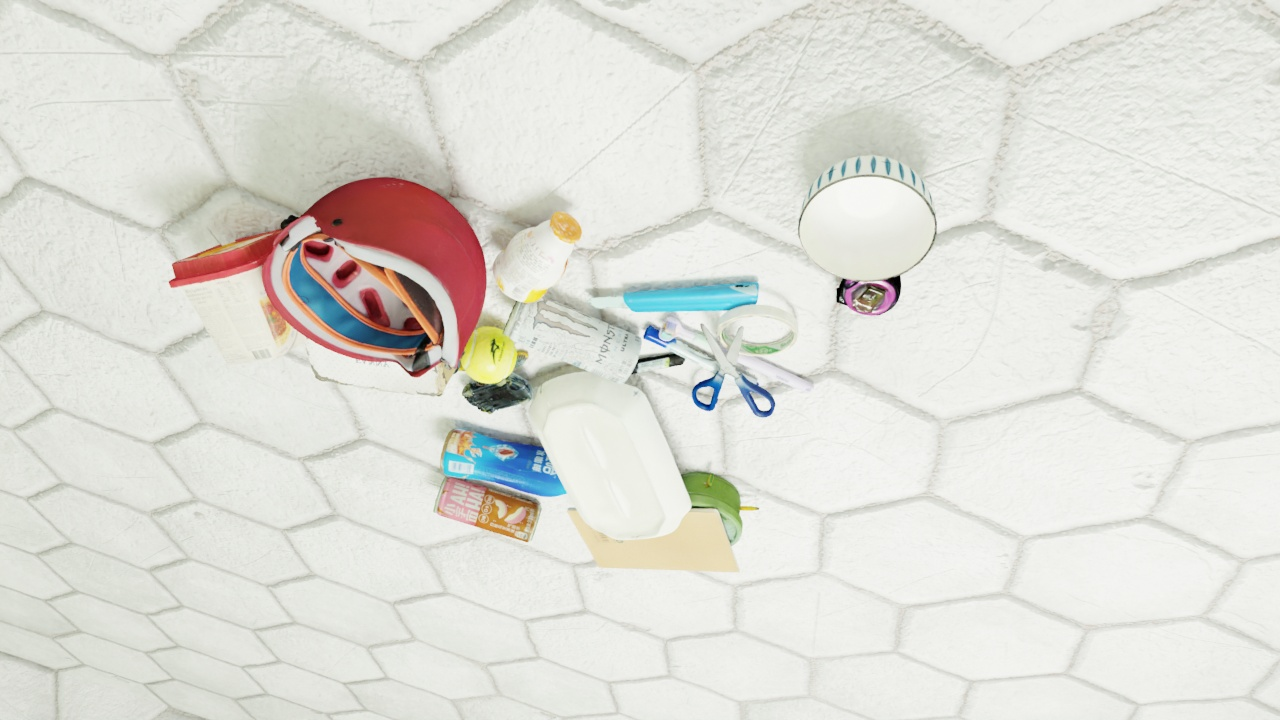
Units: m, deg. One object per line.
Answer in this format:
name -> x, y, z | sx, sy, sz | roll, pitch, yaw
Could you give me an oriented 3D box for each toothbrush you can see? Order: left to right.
toothbrush -> -0.220, 0.011, 1.123 | 0.192, 0.018, 0.016 | -9, 132, 24
toothbrush -> 0.110, -0.002, 1.015 | 0.189, 0.021, 0.029 | 22, 119, -12

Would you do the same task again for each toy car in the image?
toy car -> -0.174, 0.037, 1.128 | 0.106, 0.031, 0.049 | -15, 135, 40

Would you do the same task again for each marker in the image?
marker -> -0.006, 0.006, 1.063 | 0.124, 0.015, 0.018 | -10, 125, 21
marker -> 0.069, 0.000, 1.031 | 0.145, 0.016, 0.017 | 26, 137, -14

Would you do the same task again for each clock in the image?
clock -> 0.069, 0.207, 1.232 | 0.116, 0.056, 0.162 | 39, 133, -24

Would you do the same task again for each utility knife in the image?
utility knife -> 0.033, -0.064, 0.967 | 0.188, 0.018, 0.034 | -2, 144, 16

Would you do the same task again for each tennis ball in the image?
tennis ball -> -0.175, -0.006, 1.056 | 0.065, 0.065, 0.066 | 8, 139, 7

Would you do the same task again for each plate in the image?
plate -> -0.040, 0.131, 1.128 | 0.162, 0.034, 0.266 | -9, 121, 22

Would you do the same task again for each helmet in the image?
helmet -> -0.256, -0.094, 0.928 | 0.241, 0.143, 0.207 | -6, 137, 41

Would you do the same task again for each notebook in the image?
notebook -> 0.019, 0.243, 1.237 | 0.208, 0.008, 0.148 | -3, 136, 19

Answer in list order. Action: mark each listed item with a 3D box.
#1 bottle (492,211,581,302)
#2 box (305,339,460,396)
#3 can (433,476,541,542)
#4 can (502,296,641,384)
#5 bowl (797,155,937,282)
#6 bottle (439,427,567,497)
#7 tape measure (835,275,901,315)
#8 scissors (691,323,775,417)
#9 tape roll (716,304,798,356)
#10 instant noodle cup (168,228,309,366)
bottle -> -0.102, -0.106, 0.926 | 0.063, 0.063, 0.109 | 32, 136, -20
box -> -0.298, -0.013, 1.080 | 0.184, 0.061, 0.090 | 8, 129, 5
can -> -0.219, 0.214, 1.319 | 0.147, 0.057, 0.058 | 18, 139, -5
can -> -0.074, -0.026, 1.011 | 0.146, 0.058, 0.058 | 23, 138, -10
bowl -> 0.200, -0.133, 0.809 | 0.116, 0.066, 0.117 | 8, 138, 7
bottle -> -0.152, 0.142, 1.216 | 0.219, 0.065, 0.065 | 12, 139, 1
tape measure -> 0.224, -0.071, 0.892 | 0.057, 0.039, 0.058 | 19, 139, -5
scissors -> 0.094, 0.016, 1.017 | 0.163, 0.012, 0.161 | 37, 142, -26
tape roll -> 0.124, -0.031, 0.969 | 0.086, 0.013, 0.086 | 5, 151, 2
instant noodle cup -> -0.424, -0.067, 1.000 | 0.117, 0.116, 0.124 | -7, 110, 22
